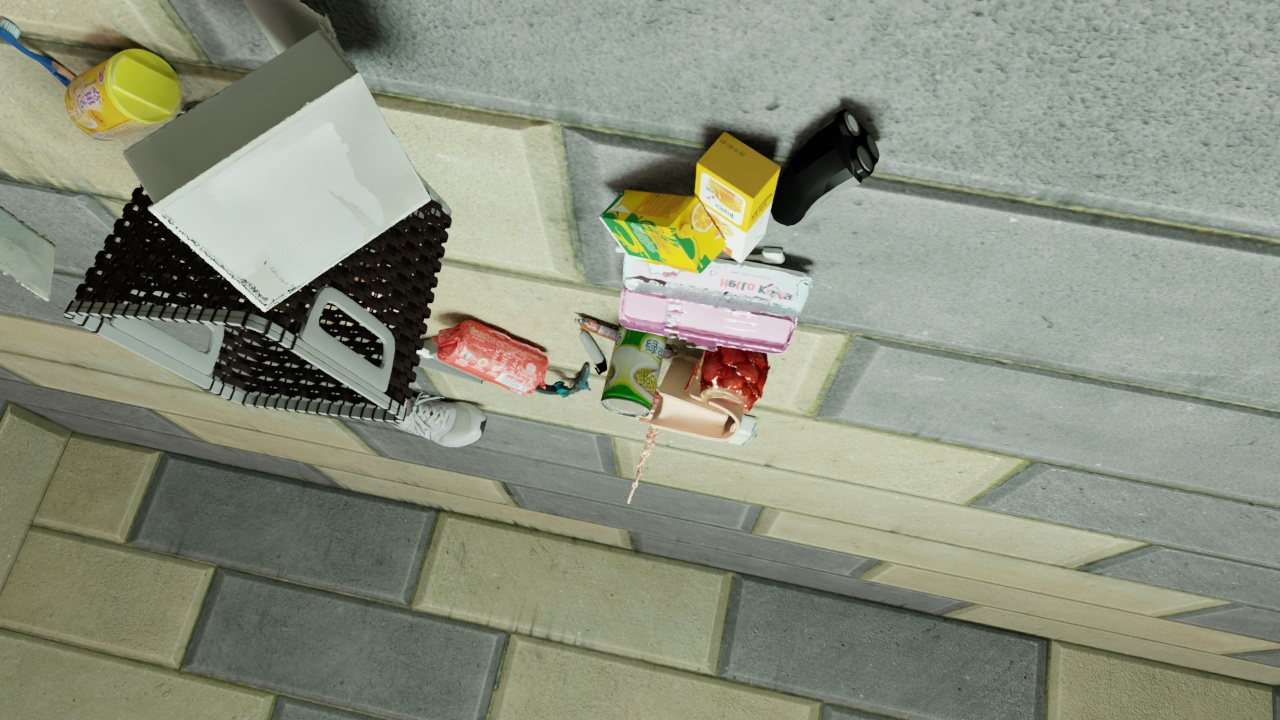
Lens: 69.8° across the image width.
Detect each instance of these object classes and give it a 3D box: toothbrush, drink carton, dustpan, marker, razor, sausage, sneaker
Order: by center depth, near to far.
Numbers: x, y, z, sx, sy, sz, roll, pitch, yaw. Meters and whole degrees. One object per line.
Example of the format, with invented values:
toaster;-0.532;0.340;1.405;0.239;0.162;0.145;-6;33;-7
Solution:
razor;0.146;-0.153;0.777;0.060;0.057;0.157;-14;171;-26
drink carton;0.083;-0.142;0.824;0.058;0.040;0.123;36;164;13
drink carton;0.021;-0.122;0.864;0.123;0.041;0.058;21;155;53
toothbrush;-0.581;-0.289;0.910;0.021;0.017;0.135;11;163;15
toothbrush;0.060;-0.117;0.977;0.187;0.012;0.017;6;146;19
sausage;-0.019;-0.030;1.245;0.155;0.020;0.020;20;159;-18
marker;-0.068;-0.009;1.326;0.016;0.022;0.139;22;164;19
dustpan;-0.308;-0.009;1.456;0.164;0.033;0.257;-8;151;44
sneaker;-0.414;0.105;1.746;0.240;0.088;0.124;2;160;36

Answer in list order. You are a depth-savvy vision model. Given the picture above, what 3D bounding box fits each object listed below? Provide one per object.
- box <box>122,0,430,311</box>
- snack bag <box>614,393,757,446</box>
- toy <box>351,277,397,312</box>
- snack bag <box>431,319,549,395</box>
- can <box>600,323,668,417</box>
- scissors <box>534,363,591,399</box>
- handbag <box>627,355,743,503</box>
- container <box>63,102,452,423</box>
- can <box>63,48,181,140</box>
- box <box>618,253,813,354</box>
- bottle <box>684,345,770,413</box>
box;-0.253;-0.273;0.727;0.165;0.445;0.167;1;159;4
snack bag;0.072;0.090;1.483;0.225;0.041;0.078;13;161;-4
toy;-0.357;-0.089;1.243;0.099;0.052;0.096;13;168;14
snack bag;-0.215;-0.006;1.352;0.176;0.082;0.082;25;157;-31
can;-0.007;0.007;1.188;0.067;0.120;0.067;12;160;4
scissors;-0.106;0.035;1.449;0.118;0.019;0.148;-30;161;29
handbag;0.074;0.097;1.250;0.116;0.187;0.198;17;-159;5
container;-0.365;-0.100;0.943;0.246;0.243;0.247;4;158;23
can;-0.494;-0.252;0.876;0.105;0.067;0.067;-3;155;37
box;0.079;-0.070;1.016;0.201;0.041;0.154;10;143;2
bottle;0.112;0.007;1.131;0.099;0.111;0.099;11;159;4
